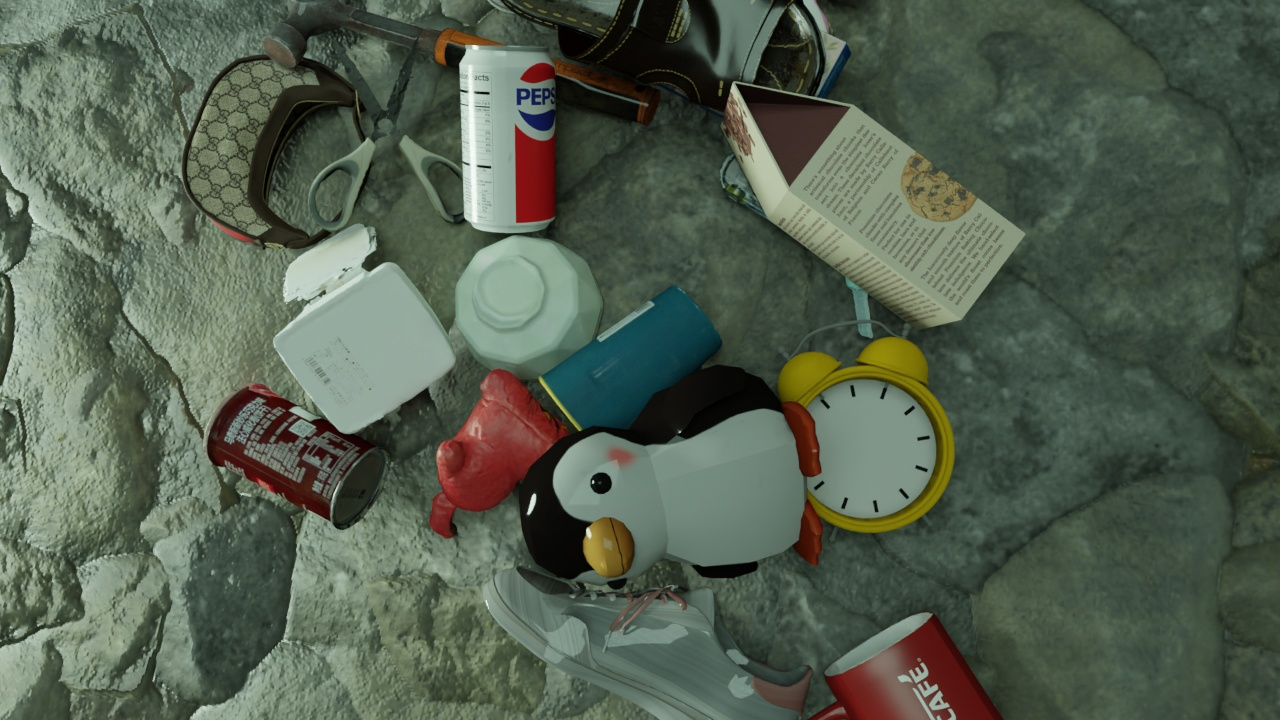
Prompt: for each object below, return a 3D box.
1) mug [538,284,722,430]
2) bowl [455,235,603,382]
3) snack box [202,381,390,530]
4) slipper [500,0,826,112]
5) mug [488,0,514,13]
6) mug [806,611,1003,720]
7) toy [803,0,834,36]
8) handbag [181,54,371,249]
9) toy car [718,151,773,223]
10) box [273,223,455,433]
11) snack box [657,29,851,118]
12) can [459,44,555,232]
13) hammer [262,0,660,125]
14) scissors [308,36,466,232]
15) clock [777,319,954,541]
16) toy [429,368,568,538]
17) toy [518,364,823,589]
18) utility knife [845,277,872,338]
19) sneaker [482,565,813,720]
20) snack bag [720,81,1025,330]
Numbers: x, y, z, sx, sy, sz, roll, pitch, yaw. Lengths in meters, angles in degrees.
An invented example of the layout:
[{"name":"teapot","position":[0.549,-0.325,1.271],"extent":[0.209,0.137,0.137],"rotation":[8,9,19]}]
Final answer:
[{"name":"mug","position":[-0.004,0.004,0.672],"extent":[0.121,0.078,0.078],"rotation":[-40,76,-3]},{"name":"bowl","position":[-0.092,-0.045,0.700],"extent":[0.117,0.061,0.117],"rotation":[-2,79,10]},{"name":"snack box","position":[-0.263,0.073,0.707],"extent":[0.121,0.072,0.072],"rotation":[24,85,12]},{"name":"slipper","position":[0.008,-0.253,0.658],"extent":[0.268,0.075,0.113],"rotation":[25,102,8]},{"name":"mug","position":[-0.097,-0.350,0.748],"extent":[0.084,0.070,0.113],"rotation":[28,88,13]},{"name":"mug","position":[0.167,0.235,0.594],"extent":[0.116,0.080,0.096],"rotation":[-30,76,-3]},{"name":"toy","position":[0.120,-0.300,0.716],"extent":[0.079,0.038,0.122],"rotation":[-46,76,13]},{"name":"handbag","position":[-0.296,-0.175,0.768],"extent":[0.138,0.063,0.166],"rotation":[17,79,-4]},{"name":"toy car","position":[0.100,-0.125,0.694],"extent":[0.090,0.027,0.038],"rotation":[33,90,4]},{"name":"box","position":[-0.229,-0.040,0.725],"extent":[0.107,0.132,0.152],"rotation":[-34,106,-5]},{"name":"snack box","position":[0.072,-0.232,0.705],"extent":[0.154,0.033,0.088],"rotation":[31,104,14]},{"name":"can","position":[-0.099,-0.167,0.692],"extent":[0.070,0.070,0.132],"rotation":[6,110,11]},{"name":"hammer","position":[-0.133,-0.259,0.749],"extent":[0.314,0.035,0.137],"rotation":[18,63,7]},{"name":"scissors","position":[-0.196,-0.166,0.722],"extent":[0.157,0.012,0.171],"rotation":[34,95,-21]},{"name":"clock","position":[0.156,0.048,0.646],"extent":[0.113,0.052,0.152],"rotation":[-11,83,8]},{"name":"toy","position":[-0.103,0.083,0.674],"extent":[0.094,0.088,0.133],"rotation":[34,89,3]},{"name":"toy","position":[0.008,0.080,0.611],"extent":[0.184,0.140,0.159],"rotation":[-14,119,-13]},{"name":"utility knife","position":[0.159,-0.085,0.686],"extent":[0.022,0.015,0.141],"rotation":[-6,83,2]},{"name":"sneaker","position":[0.010,0.185,0.627],"extent":[0.236,0.099,0.089],"rotation":[28,87,6]},{"name":"snack bag","position":[0.141,-0.113,0.630],"extent":[0.206,0.094,0.070],"rotation":[37,89,2]}]
